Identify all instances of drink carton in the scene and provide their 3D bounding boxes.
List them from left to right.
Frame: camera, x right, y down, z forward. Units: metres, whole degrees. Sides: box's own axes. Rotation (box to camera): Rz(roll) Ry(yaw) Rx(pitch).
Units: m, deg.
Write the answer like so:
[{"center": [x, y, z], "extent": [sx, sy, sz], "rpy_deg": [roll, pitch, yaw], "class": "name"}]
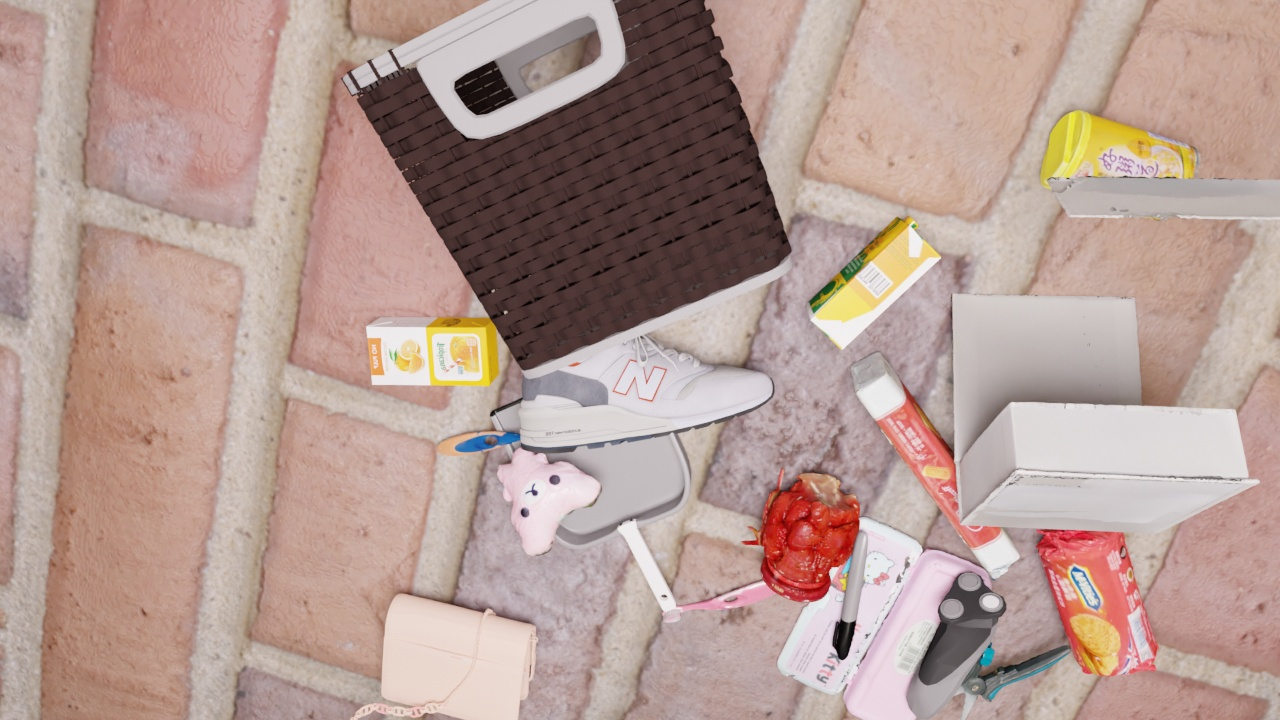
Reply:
[{"center": [-0.203, -0.009, 0.888], "extent": [0.122, 0.040, 0.058], "rpy_deg": [1, 107, 5], "class": "drink carton"}, {"center": [0.208, -0.072, 0.820], "extent": [0.041, 0.058, 0.123], "rpy_deg": [42, 106, -7], "class": "drink carton"}]

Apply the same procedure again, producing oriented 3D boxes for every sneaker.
[{"center": [-0.005, 0.005, 0.837], "extent": [0.240, 0.089, 0.124], "rpy_deg": [-13, 97, 1], "class": "sneaker"}]

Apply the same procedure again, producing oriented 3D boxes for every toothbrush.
[{"center": [-0.141, 0.079, 0.909], "extent": [0.135, 0.017, 0.021], "rpy_deg": [-10, 95, 18], "class": "toothbrush"}, {"center": [0.086, 0.249, 0.951], "extent": [0.135, 0.016, 0.021], "rpy_deg": [-18, 113, 11], "class": "toothbrush"}]

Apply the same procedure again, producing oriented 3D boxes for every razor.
[{"center": [0.298, 0.281, 0.883], "extent": [0.060, 0.057, 0.156], "rpy_deg": [-1, 117, -24], "class": "razor"}]

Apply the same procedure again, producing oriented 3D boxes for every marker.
[{"center": [0.208, 0.234, 0.913], "extent": [0.022, 0.016, 0.139], "rpy_deg": [16, 105, 42], "class": "marker"}]

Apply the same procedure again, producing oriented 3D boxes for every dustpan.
[{"center": [-0.024, 0.137, 0.919], "extent": [0.163, 0.033, 0.257], "rpy_deg": [-23, 103, 12], "class": "dustpan"}]

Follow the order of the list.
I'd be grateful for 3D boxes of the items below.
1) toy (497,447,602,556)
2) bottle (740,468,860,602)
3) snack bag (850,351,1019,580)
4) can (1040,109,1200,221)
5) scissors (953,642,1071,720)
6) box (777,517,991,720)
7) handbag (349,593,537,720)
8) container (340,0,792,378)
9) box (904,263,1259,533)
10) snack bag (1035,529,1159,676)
[{"center": [-0.098, 0.127, 0.891], "extent": [0.099, 0.052, 0.096], "rpy_deg": [-46, 77, 4], "class": "toy"}, {"center": [0.155, 0.166, 0.886], "extent": [0.099, 0.098, 0.111], "rpy_deg": [13, 118, 1], "class": "bottle"}, {"center": [0.273, 0.095, 0.854], "extent": [0.041, 0.077, 0.225], "rpy_deg": [-36, 100, 18], "class": "snack bag"}, {"center": [0.399, -0.163, 0.770], "extent": [0.105, 0.067, 0.068], "rpy_deg": [17, 107, 0], "class": "can"}, {"center": [0.357, 0.302, 0.907], "extent": [0.118, 0.019, 0.148], "rpy_deg": [9, 109, 6], "class": "scissors"}, {"center": [0.245, 0.271, 0.930], "extent": [0.153, 0.041, 0.201], "rpy_deg": [22, 107, -1], "class": "box"}, {"center": [-0.189, 0.334, 0.913], "extent": [0.199, 0.186, 0.117], "rpy_deg": [11, 114, 7], "class": "handbag"}, {"center": [-0.034, -0.163, 0.724], "extent": [0.248, 0.245, 0.244], "rpy_deg": [-22, 107, 11], "class": "container"}, {"center": [0.366, 0.019, 0.850], "extent": [0.167, 0.445, 0.165], "rpy_deg": [2, 117, 5], "class": "box"}, {"center": [0.440, 0.224, 0.881], "extent": [0.082, 0.082, 0.176], "rpy_deg": [-21, 104, 11], "class": "snack bag"}]
